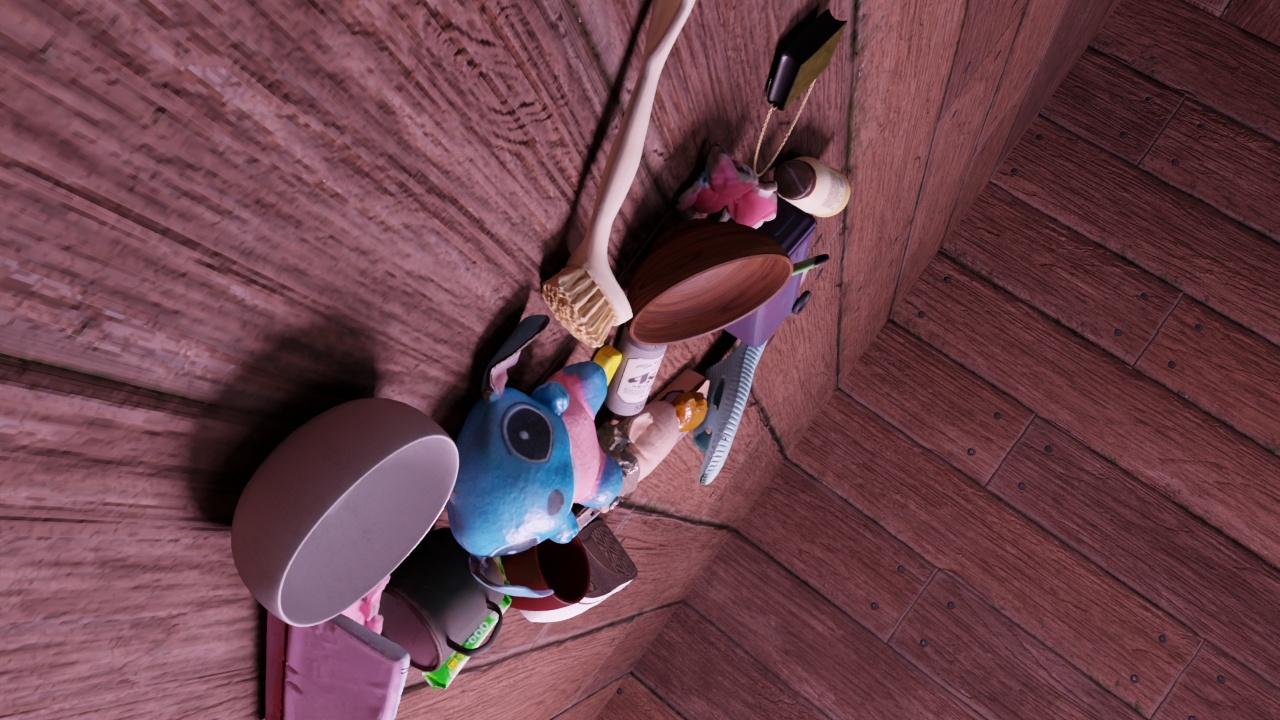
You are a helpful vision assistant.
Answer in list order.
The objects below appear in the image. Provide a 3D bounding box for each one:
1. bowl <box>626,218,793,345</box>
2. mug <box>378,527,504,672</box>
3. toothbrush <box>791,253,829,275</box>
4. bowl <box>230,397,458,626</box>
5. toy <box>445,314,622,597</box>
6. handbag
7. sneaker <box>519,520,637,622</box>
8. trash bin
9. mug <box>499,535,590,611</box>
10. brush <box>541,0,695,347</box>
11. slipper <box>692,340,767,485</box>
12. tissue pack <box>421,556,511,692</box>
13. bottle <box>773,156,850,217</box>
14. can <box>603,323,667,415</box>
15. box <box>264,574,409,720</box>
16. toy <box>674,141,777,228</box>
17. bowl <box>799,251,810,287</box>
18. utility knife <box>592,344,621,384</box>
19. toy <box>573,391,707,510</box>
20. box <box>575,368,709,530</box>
[{"bbox_3d":[0.048,-0.077,0.777,0.147,0.068,0.147,-20,162,-7],"label":"bowl"},{"bbox_3d":[-0.151,0.191,0.722,0.081,0.111,0.085,-41,140,-43],"label":"mug"},{"bbox_3d":[0.082,-0.064,0.840,0.188,0.014,0.017,-19,160,21],"label":"toothbrush"},{"bbox_3d":[-0.170,0.076,0.514,0.131,0.064,0.132,-48,163,-20],"label":"bowl"},{"bbox_3d":[-0.078,0.066,0.710,0.191,0.099,0.224,-27,122,-61],"label":"toy"},{"bbox_3d":[0.131,-0.228,0.828,0.084,0.027,0.178,-47,168,-23],"label":"handbag"},{"bbox_3d":[-0.083,0.271,1.140,0.097,0.091,0.245,-38,172,14],"label":"sneaker"},{"bbox_3d":[0.117,-0.095,0.924,0.092,0.094,0.161,-48,160,-21],"label":"trash bin"},{"bbox_3d":[-0.112,0.209,0.948,0.089,0.087,0.113,-26,-144,27],"label":"mug"},{"bbox_3d":[-0.012,-0.121,0.595,0.077,0.062,0.273,-42,156,-48],"label":"brush"},{"bbox_3d":[0.114,0.028,1.201,0.116,0.069,0.275,98,14,-71],"label":"slipper"},{"bbox_3d":[-0.161,0.228,0.827,0.114,0.034,0.099,-52,-160,2],"label":"tissue pack"},{"bbox_3d":[0.182,-0.186,0.981,0.057,0.056,0.161,-59,163,17],"label":"bottle"},{"bbox_3d":[-0.005,0.005,0.869,0.043,0.044,0.107,-39,158,-42],"label":"can"},{"bbox_3d":[-0.193,0.213,0.641,0.098,0.115,0.233,-37,157,-46],"label":"box"},{"bbox_3d":[0.075,-0.147,0.782,0.102,0.050,0.066,19,131,-44],"label":"toy"},{"bbox_3d":[0.160,-0.103,1.088,0.150,0.057,0.151,-48,163,-20],"label":"bowl"},{"bbox_3d":[-0.067,0.069,0.871,0.028,0.020,0.198,-23,144,-58],"label":"utility knife"},{"bbox_3d":[-0.004,0.082,0.944,0.175,0.076,0.133,-33,165,-21],"label":"toy"},{"bbox_3d":[-0.002,0.113,1.112,0.215,0.063,0.158,-40,170,-40],"label":"box"}]
